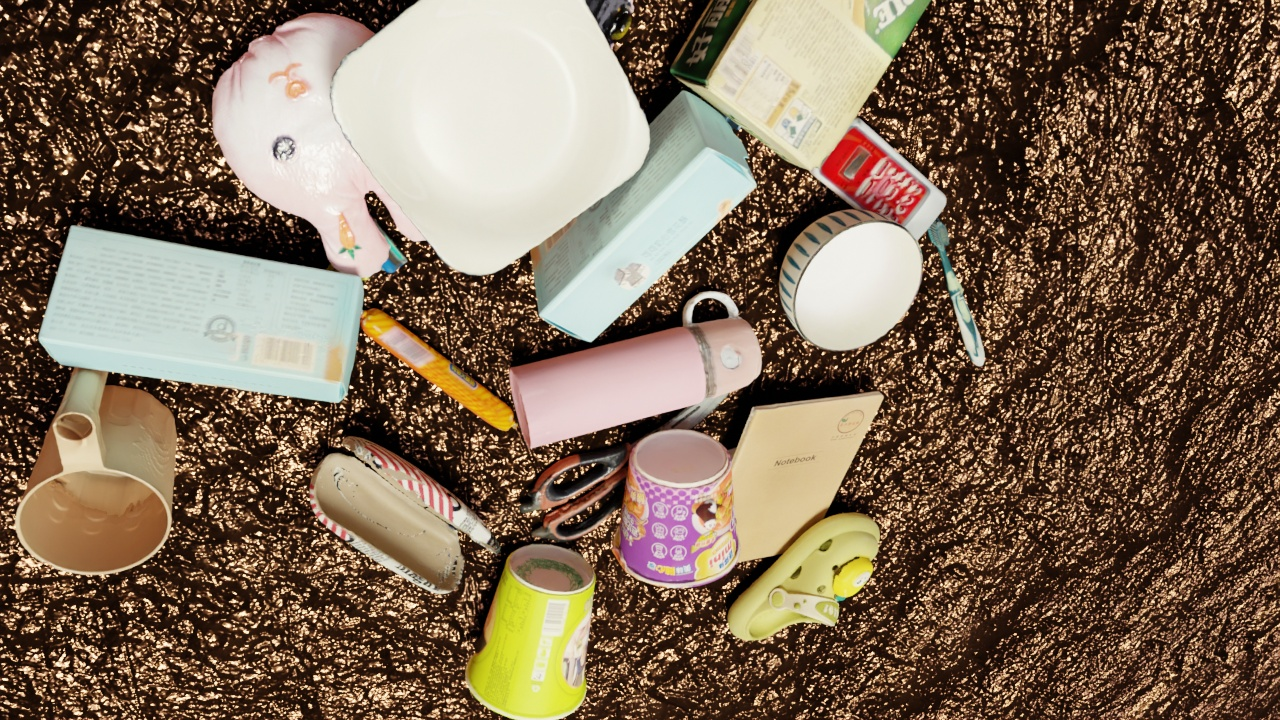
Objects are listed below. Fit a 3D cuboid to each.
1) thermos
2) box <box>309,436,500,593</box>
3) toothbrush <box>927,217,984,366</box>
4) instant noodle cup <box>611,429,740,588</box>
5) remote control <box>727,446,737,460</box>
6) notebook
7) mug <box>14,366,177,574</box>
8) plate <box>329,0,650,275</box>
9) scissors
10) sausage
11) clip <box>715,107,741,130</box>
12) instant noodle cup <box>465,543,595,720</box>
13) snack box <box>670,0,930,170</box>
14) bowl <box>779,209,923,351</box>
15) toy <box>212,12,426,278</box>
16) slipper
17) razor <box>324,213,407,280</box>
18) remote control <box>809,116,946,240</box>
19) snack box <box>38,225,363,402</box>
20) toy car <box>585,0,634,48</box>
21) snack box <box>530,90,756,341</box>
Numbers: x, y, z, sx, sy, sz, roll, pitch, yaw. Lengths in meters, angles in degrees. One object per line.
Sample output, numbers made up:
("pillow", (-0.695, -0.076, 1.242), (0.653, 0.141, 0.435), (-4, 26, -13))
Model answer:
("thermos", (-0.004, 0.004, 0.736), (0.198, 0.067, 0.087), (-15, 95, -12))
("box", (-0.191, 0.129, 0.729), (0.087, 0.076, 0.163), (-53, 129, -10))
("toothbrush", (0.293, -0.058, 0.843), (0.016, 0.018, 0.192), (-34, 126, 0))
("instant noodle cup", (0.033, 0.120, 0.778), (0.111, 0.111, 0.099), (-9, 123, -17))
("remote control", (0.103, 0.101, 0.860), (0.124, 0.024, 0.049), (-18, 127, -12))
("notebook", (0.135, 0.118, 0.866), (0.147, 0.008, 0.208), (-5, 130, -29))
("mug", (-0.352, 0.058, 0.598), (0.084, 0.103, 0.125), (-5, 121, -20))
("plate", (-0.090, -0.151, 0.568), (0.164, 0.034, 0.164), (-36, 125, -4))
("scissors", (-0.011, 0.077, 0.803), (0.185, 0.015, 0.209), (8, 117, -27))
("sausage", (-0.151, 0.010, 0.700), (0.021, 0.021, 0.165), (-43, 126, 6))
("clip", (0.075, -0.197, 0.664), (0.038, 0.026, 0.058), (24, 107, -29))
("instant noodle cup", (-0.090, 0.235, 0.820), (0.111, 0.111, 0.123), (5, 109, -25))
("snack box", (0.133, -0.260, 0.609), (0.114, 0.063, 0.240), (26, 101, -33))
("bowl", (0.163, -0.073, 0.751), (0.116, 0.066, 0.117), (-10, 124, -16))
("toy", (-0.186, -0.131, 0.576), (0.121, 0.054, 0.159), (-36, 124, -9))
("slipper", (0.175, 0.237, 0.933), (0.191, 0.081, 0.091), (-44, 140, 15))
("razor", (-0.230, -0.044, 0.634), (0.143, 0.022, 0.042), (-37, 112, 2))
("remote control", (0.195, -0.144, 0.749), (0.136, 0.020, 0.056), (29, 105, -33))
("snack box", (-0.268, -0.026, 0.575), (0.174, 0.074, 0.052), (10, 159, -16))
("toy car", (-0.052, -0.199, 0.603), (0.056, 0.037, 0.122), (24, 105, -34))
("snack box", (-0.004, -0.096, 0.636), (0.051, 0.074, 0.175), (27, 124, -35))
